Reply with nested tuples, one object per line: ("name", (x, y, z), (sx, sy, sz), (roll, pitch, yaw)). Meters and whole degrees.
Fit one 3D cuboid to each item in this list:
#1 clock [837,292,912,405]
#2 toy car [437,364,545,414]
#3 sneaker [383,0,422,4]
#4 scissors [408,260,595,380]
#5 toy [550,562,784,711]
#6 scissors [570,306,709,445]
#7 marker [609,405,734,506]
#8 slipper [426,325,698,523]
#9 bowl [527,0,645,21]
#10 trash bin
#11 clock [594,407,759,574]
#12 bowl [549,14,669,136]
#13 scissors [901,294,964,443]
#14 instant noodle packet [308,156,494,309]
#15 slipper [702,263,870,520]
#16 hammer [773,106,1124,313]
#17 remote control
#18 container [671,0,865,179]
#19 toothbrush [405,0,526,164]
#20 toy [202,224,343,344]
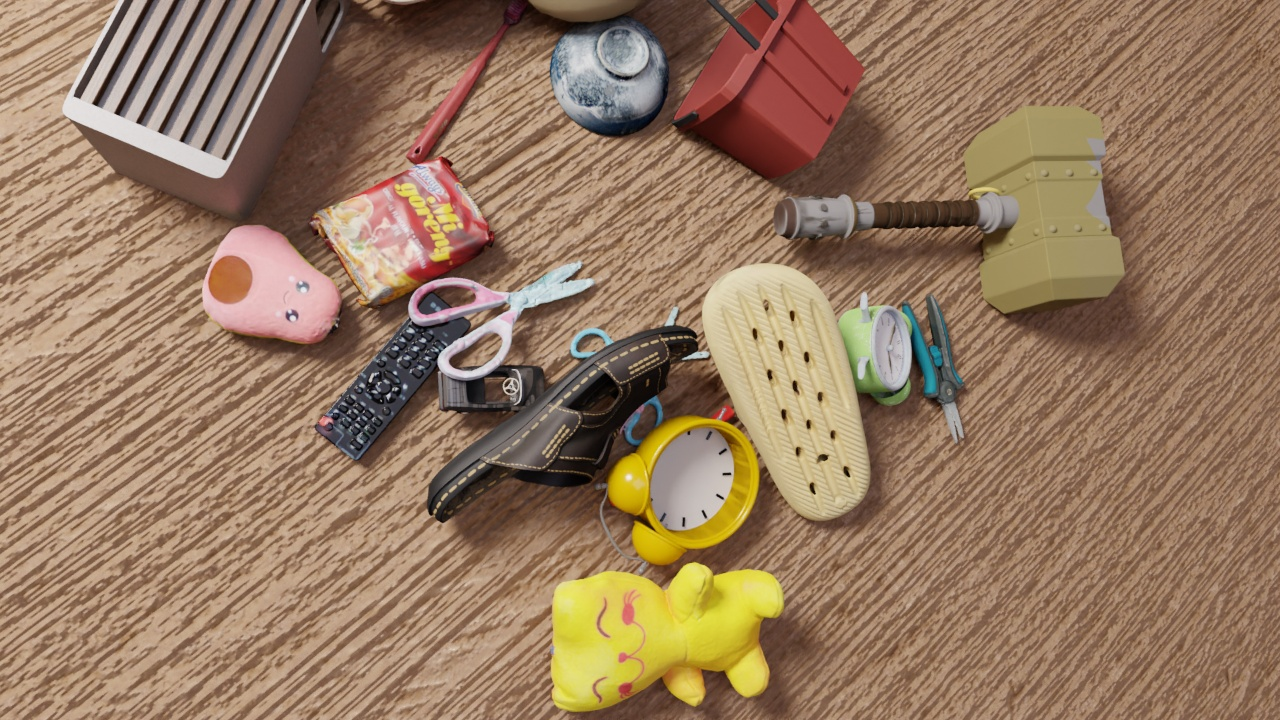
("clock", (0.223, -0.009, 0.865), (0.119, 0.043, 0.094), (20, 72, -46))
("toy car", (-0.124, 0.024, 0.780), (0.092, 0.037, 0.040), (-1, 82, -27))
("sneaker", (-0.116, -0.401, 0.804), (0.294, 0.127, 0.121), (-27, 112, -4))
("scissors", (-0.104, -0.036, 0.793), (0.178, 0.016, 0.103), (-16, 73, -29))
("toy", (0.018, 0.220, 0.772), (0.193, 0.087, 0.135), (-4, 113, -13))
("scissors", (-0.006, 0.004, 0.835), (0.133, 0.015, 0.135), (25, 72, -12))
("marker", (0.029, 0.087, 0.832), (0.142, 0.013, 0.013), (-36, 93, -16))
("slipper", (-0.053, 0.060, 0.761), (0.267, 0.113, 0.075), (-35, 80, -11))
("bowl", (-0.037, -0.351, 0.825), (0.152, 0.050, 0.152), (-8, 50, 10))
("trash bin", (-0.329, -0.247, 0.725), (0.114, 0.115, 0.228), (23, 78, -11))
("clock", (0.034, 0.112, 0.801), (0.151, 0.052, 0.113), (-31, 109, -18))
("bowl", (-0.022, -0.270, 0.840), (0.114, 0.061, 0.114), (2, 84, -15))
("scissors", (0.288, 0.005, 0.907), (0.142, 0.019, 0.127), (35, 70, -15))
("instant noodle packet", (-0.201, -0.110, 0.783), (0.135, 0.040, 0.098), (-30, 84, -16))
("slipper", (0.136, 0.025, 0.833), (0.111, 0.079, 0.261), (-24, 110, 1))
("hammer", (0.283, -0.140, 0.882), (0.324, 0.101, 0.190), (-4, 84, -15))
("remote control", (-0.207, 0.013, 0.775), (0.047, 0.022, 0.150), (40, 77, -7))
("container", (0.090, -0.277, 0.836), (0.201, 0.127, 0.148), (35, 75, -18))
("toothbrush", (-0.154, -0.255, 0.824), (0.016, 0.016, 0.189), (32, 76, -9))
("toy", (-0.294, -0.056, 0.743), (0.110, 0.051, 0.090), (22, 79, -12))
